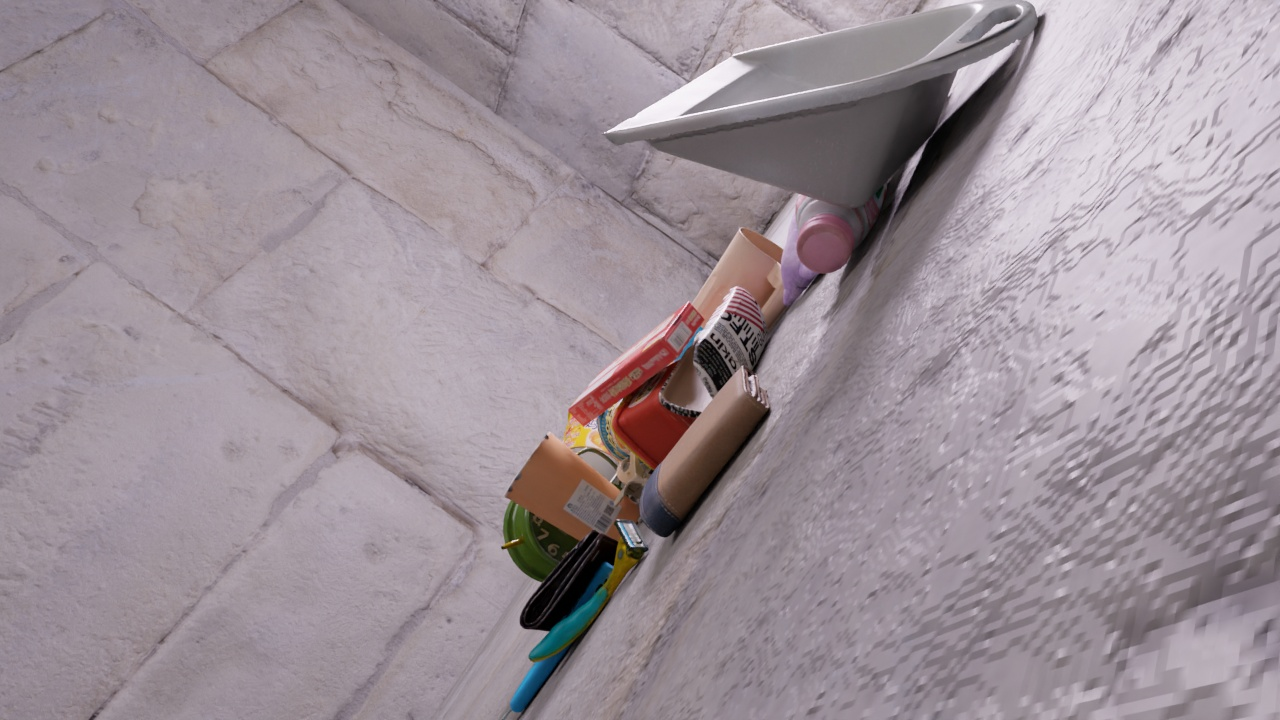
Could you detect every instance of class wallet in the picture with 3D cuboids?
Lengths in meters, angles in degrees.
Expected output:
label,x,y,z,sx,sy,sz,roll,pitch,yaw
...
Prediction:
label,x,y,z,sx,sy,sz,roll,pitch,yaw
wallet,0.045,0.061,0.633,0.115,0.033,0.090,-54,2,12
wallet,-0.053,0.187,0.772,0.096,0.020,0.122,-50,-17,-8

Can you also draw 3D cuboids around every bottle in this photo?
label,x,y,z,sx,sy,sz,roll,pitch,yaw
bottle,0.161,-0.129,0.738,0.068,0.068,0.196,-55,3,37

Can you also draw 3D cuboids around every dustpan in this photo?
label,x,y,z,sx,sy,sz,roll,pitch,yaw
dustpan,0.143,-0.224,0.687,0.222,0.258,0.143,-43,-28,-42

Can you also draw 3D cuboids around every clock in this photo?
label,x,y,z,sx,sy,sz,roll,pitch,yaw
clock,-0.075,0.165,0.989,0.056,0.116,0.160,-36,19,55

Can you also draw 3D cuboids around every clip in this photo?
label,x,y,z,sx,sy,sz,roll,pitch,yaw
clip,0.010,0.126,0.906,0.035,0.082,0.104,-54,22,21

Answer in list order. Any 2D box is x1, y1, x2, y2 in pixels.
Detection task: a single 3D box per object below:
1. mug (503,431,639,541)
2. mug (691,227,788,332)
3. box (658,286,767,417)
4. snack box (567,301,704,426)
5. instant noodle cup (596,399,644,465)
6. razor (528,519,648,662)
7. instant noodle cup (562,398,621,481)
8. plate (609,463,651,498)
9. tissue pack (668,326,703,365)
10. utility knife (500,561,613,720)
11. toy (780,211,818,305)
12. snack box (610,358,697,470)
label,x,y,z,sx,sy,sz,roll,pitch,yaw
mug,-0.063,0.136,0.908,0.078,0.123,0.078,-55,-1,-2
mug,0.115,-0.065,0.955,0.104,0.084,0.124,-56,25,21
box,0.065,-0.001,0.841,0.088,0.076,0.162,-29,15,30
snack box,-0.005,0.005,0.904,0.153,0.025,0.075,-38,9,39
instant noodle cup,0.007,0.071,1.005,0.099,0.099,0.110,-55,8,-6
razor,-0.041,0.184,0.706,0.132,0.028,0.043,-52,30,6
instant noodle cup,-0.054,0.127,1.302,0.138,0.138,0.109,-55,7,40
plate,0.004,0.117,1.140,0.163,0.034,0.164,-55,-3,-4
tissue pack,0.087,-0.023,1.140,0.140,0.063,0.090,-55,0,12
utility knife,-0.075,0.243,0.749,0.191,0.018,0.034,-56,0,4
toy,0.157,-0.113,0.853,0.084,0.039,0.107,128,159,-70
snack box,0.030,0.050,0.897,0.080,0.082,0.091,-37,13,43
